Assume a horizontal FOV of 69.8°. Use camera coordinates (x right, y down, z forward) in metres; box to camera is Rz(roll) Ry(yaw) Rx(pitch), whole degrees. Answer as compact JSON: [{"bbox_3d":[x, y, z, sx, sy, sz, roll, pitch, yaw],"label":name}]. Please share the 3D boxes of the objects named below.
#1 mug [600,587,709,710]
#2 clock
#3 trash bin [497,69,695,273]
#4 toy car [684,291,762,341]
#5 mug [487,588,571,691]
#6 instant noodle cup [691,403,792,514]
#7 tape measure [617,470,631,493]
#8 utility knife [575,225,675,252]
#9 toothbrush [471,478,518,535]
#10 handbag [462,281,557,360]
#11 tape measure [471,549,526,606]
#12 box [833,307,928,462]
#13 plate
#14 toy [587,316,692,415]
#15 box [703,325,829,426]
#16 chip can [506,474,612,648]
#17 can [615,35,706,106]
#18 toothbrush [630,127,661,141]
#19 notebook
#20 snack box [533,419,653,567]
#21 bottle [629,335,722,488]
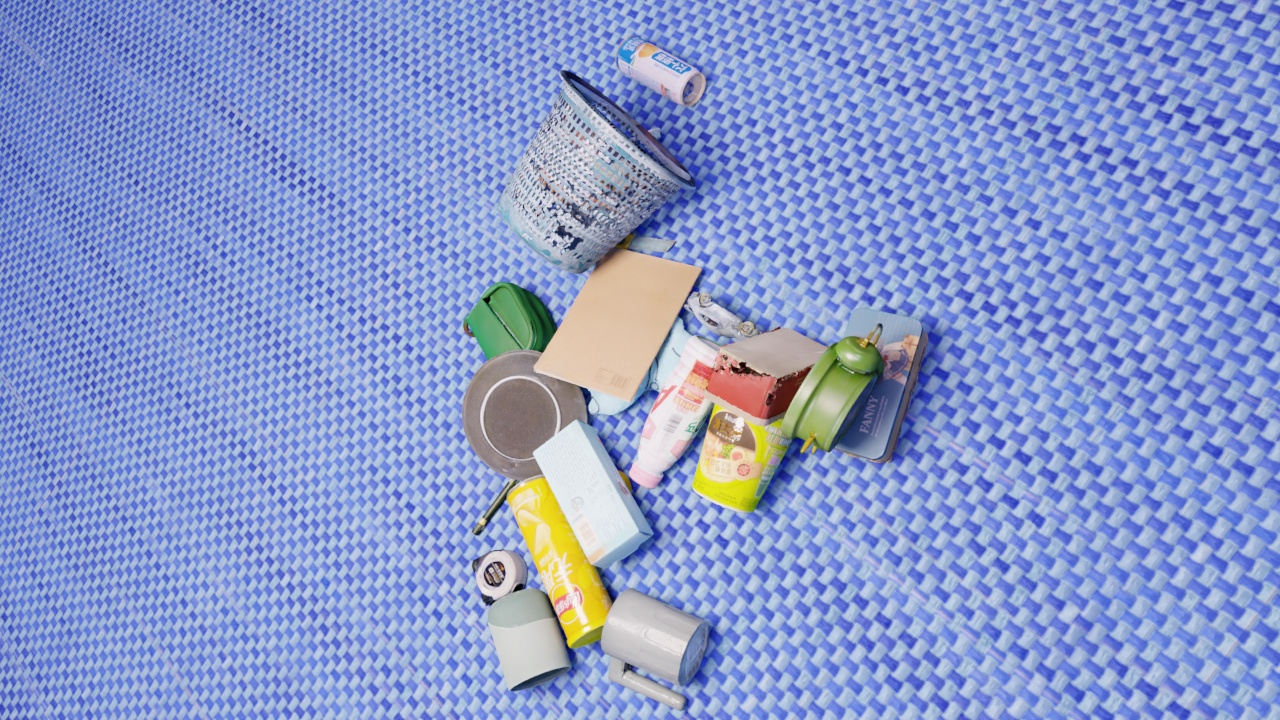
[{"bbox_3d":[0.016,0.344,1.086,0.103,0.083,0.124,16,109,27],"label":"mug"},{"bbox_3d":[0.214,0.029,0.988,0.056,0.116,0.161,32,95,18],"label":"clock"},{"bbox_3d":[-0.074,-0.231,1.205,0.195,0.226,0.226,-48,61,17],"label":"trash bin"},{"bbox_3d":[0.109,-0.047,1.158,0.121,0.054,0.037,33,88,28],"label":"toy car"},{"bbox_3d":[-0.148,0.355,1.158,0.112,0.082,0.106,-48,57,42],"label":"mug"},{"bbox_3d":[0.119,0.111,1.085,0.112,0.111,0.123,23,94,28],"label":"instant noodle cup"},{"bbox_3d":[-0.039,0.168,1.181,0.057,0.029,0.060,-35,64,13],"label":"tape measure"},{"bbox_3d":[-0.049,-0.174,1.289,0.215,0.015,0.033,10,83,27],"label":"utility knife"},{"bbox_3d":[-0.175,0.163,1.257,0.017,0.012,0.186,38,94,34],"label":"toothbrush"},{"bbox_3d":[-0.186,-0.038,1.292,0.120,0.068,0.131,-39,64,19],"label":"handbag"},{"bbox_3d":[-0.184,0.284,1.215,0.066,0.033,0.065,-28,68,18],"label":"tape measure"},{"bbox_3d":[0.265,0.035,1.058,0.090,0.061,0.184,13,80,28],"label":"box"},{"bbox_3d":[-0.158,0.076,1.225,0.179,0.024,0.179,1,96,12],"label":"plate"},{"bbox_3d":[-0.007,0.007,1.200,0.156,0.050,0.161,22,86,22],"label":"toy"},{"bbox_3d":[0.153,0.006,1.049,0.091,0.168,0.077,29,117,28],"label":"box"},{"bbox_3d":[-0.099,0.251,1.162,0.072,0.072,0.213,-34,64,13],"label":"chip can"},{"bbox_3d":[0.028,-0.409,1.298,0.134,0.053,0.053,38,93,28],"label":"can"},{"bbox_3d":[-0.073,-0.297,1.330,0.225,0.026,0.027,-15,74,20],"label":"toothbrush"},{"bbox_3d":[-0.029,-0.053,1.204,0.150,0.012,0.211,17,67,28],"label":"notebook"},{"bbox_3d":[-0.060,0.165,1.145,0.074,0.051,0.174,-37,64,10],"label":"snack box"},{"bbox_3d":[0.048,0.067,1.142,0.068,0.068,0.197,34,104,29],"label":"bottle"}]
